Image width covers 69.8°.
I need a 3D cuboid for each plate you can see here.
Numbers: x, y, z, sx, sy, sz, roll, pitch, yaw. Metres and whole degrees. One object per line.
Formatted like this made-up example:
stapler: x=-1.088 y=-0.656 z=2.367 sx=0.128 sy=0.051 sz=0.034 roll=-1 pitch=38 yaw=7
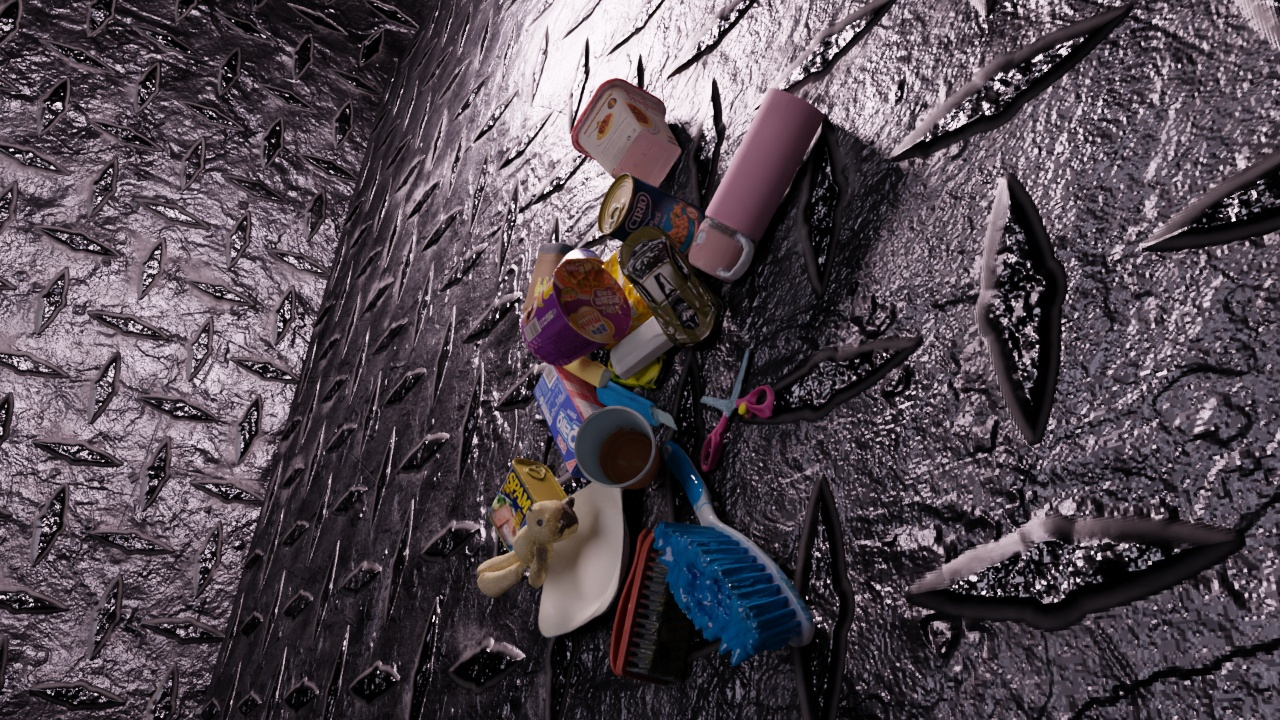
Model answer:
plate: x=-0.056 y=0.218 z=1.014 sx=0.164 sy=0.034 sz=0.164 roll=-37 pitch=41 yaw=44

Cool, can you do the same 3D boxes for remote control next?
remote control: x=0.018 y=-0.030 z=1.038 sx=0.125 sy=0.024 sz=0.049 roll=-36 pitch=39 yaw=13

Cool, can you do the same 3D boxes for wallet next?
wallet: x=-0.142 y=-0.121 z=1.400 sx=0.090 sy=0.033 sz=0.115 roll=4 pitch=77 yaw=59

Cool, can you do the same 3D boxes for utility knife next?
utility knife: x=-0.090 y=-0.003 z=1.152 sx=0.183 sy=0.019 sz=0.031 roll=27 pitch=101 yaw=44
utility knife: x=-0.006 y=0.052 z=1.054 sx=0.182 sy=0.018 sz=0.034 roll=21 pitch=128 yaw=60

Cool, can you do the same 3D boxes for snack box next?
snack box: x=-0.077 y=0.072 z=1.125 sx=0.057 sy=0.058 sz=0.207 roll=-60 pitch=29 yaw=14

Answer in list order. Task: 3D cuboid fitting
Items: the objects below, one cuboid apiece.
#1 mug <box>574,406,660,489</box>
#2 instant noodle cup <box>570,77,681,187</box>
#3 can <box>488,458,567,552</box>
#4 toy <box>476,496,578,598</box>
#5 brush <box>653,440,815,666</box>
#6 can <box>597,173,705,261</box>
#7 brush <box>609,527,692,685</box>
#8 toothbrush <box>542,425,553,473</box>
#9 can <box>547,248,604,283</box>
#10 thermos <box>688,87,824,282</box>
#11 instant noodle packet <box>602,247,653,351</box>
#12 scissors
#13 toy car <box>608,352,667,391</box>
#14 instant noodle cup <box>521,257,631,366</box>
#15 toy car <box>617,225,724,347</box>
mug: x=-0.016 y=0.094 z=0.925 sx=0.123 sy=0.078 sz=0.078 roll=56 pitch=-130 yaw=-75
instant noodle cup: x=-0.014 y=-0.295 z=1.229 sx=0.117 sy=0.116 sz=0.124 roll=-54 pitch=44 yaw=25
can: x=-0.141 y=0.186 z=1.149 sx=0.083 sy=0.057 sz=0.102 roll=-62 pitch=39 yaw=16
toy: x=-0.130 y=0.212 z=1.041 sx=0.158 sy=0.066 sz=0.105 roll=-44 pitch=19 yaw=26
brush: x=0.055 y=0.154 z=0.827 sx=0.314 sy=0.109 sz=0.061 roll=43 pitch=124 yaw=52
can: x=0.016 y=-0.163 z=1.076 sx=0.076 sy=0.111 sz=0.075 roll=-39 pitch=42 yaw=45
brush: x=0.012 y=0.226 z=0.864 sx=0.069 sy=0.063 sz=0.145 roll=-8 pitch=62 yaw=43
toothbrush: x=-0.118 y=0.082 z=1.235 sx=0.017 sy=0.014 sz=0.188 roll=-25 pitch=49 yaw=42
can: x=-0.094 y=-0.079 z=1.243 sx=0.148 sy=0.074 sz=0.049 roll=-62 pitch=26 yaw=14
thermos: x=0.121 y=-0.177 z=0.952 sx=0.199 sy=0.067 sz=0.087 roll=-63 pitch=29 yaw=7
instant noodle packet: x=-0.012 y=-0.087 z=1.140 sx=0.111 sy=0.044 sz=0.128 roll=-37 pitch=43 yaw=40
scissors: x=0.090 y=0.050 z=0.904 sx=0.133 sy=0.017 sz=0.134 roll=9 pitch=79 yaw=65
toy car: x=-0.006 y=0.006 z=1.079 sx=0.105 sy=0.032 sz=0.048 roll=8 pitch=77 yaw=59
instant noodle cup: x=-0.082 y=-0.050 z=1.089 sx=0.099 sy=0.111 sz=0.111 roll=-37 pitch=41 yaw=43
toy car: x=0.029 y=-0.082 z=1.000 sx=0.070 sy=0.042 sz=0.158 roll=-40 pitch=67 yaw=11
